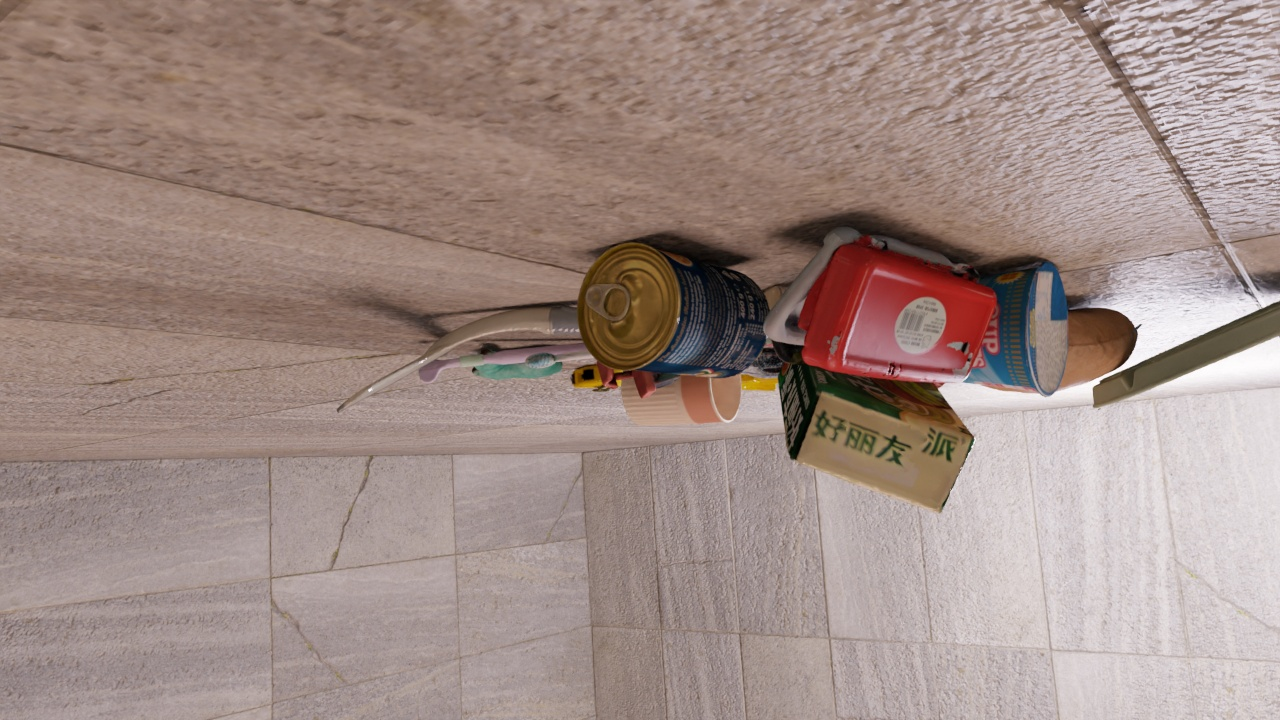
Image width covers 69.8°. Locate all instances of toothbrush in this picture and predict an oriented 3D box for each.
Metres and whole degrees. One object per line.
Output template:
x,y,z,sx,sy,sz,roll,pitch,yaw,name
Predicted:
-0.113,-0.002,0.862,0.189,0.029,0.021,-7,136,-18,toothbrush
0.013,-0.013,0.773,0.224,0.026,0.027,-8,178,-18,toothbrush

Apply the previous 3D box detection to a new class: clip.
0.096,-0.035,0.735,0.064,0.034,0.098,5,160,-42,clip

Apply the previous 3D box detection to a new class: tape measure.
-0.045,0.022,1.089,0.060,0.029,0.057,1,171,-32,tape measure

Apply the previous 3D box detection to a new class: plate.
0.533,-0.013,0.859,0.230,0.027,0.230,-23,169,-5,plate

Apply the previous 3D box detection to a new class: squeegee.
-0.074,-0.023,0.707,0.247,0.039,0.246,-10,-171,7,squeegee

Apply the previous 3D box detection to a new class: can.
0.024,-0.028,0.577,0.075,0.075,0.111,-9,171,36,can

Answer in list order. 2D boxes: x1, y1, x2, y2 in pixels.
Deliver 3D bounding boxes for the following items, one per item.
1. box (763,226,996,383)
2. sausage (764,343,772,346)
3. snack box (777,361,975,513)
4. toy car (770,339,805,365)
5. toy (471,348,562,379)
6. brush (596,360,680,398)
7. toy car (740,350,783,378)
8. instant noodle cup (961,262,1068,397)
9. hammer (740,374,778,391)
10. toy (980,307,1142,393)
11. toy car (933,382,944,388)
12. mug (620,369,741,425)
0.158,-0.036,0.590,0.068,0.090,0.201,27,-165,40,box
0.159,-0.021,0.899,0.155,0.020,0.020,2,171,-34,sausage
0.176,0.035,0.735,0.114,0.063,0.239,19,-165,2,snack box
0.138,-0.028,0.671,0.091,0.042,0.035,-29,158,24,toy car
-0.125,0.003,0.912,0.092,0.030,0.096,-6,166,1,toy
-0.005,0.005,0.858,0.069,0.063,0.146,-15,175,-4,brush
0.145,0.004,1.038,0.105,0.031,0.049,-2,171,-4,toy car
0.254,-0.021,0.697,0.110,0.099,0.099,-1,176,40,instant noodle cup
0.235,0.007,1.096,0.301,0.033,0.128,-7,172,26,hammer
0.416,-0.011,0.904,0.144,0.082,0.225,-10,175,41,toy
0.307,0.010,0.997,0.053,0.045,0.121,17,146,-21,toy car
0.050,0.025,0.991,0.106,0.082,0.114,-6,-171,28,mug
